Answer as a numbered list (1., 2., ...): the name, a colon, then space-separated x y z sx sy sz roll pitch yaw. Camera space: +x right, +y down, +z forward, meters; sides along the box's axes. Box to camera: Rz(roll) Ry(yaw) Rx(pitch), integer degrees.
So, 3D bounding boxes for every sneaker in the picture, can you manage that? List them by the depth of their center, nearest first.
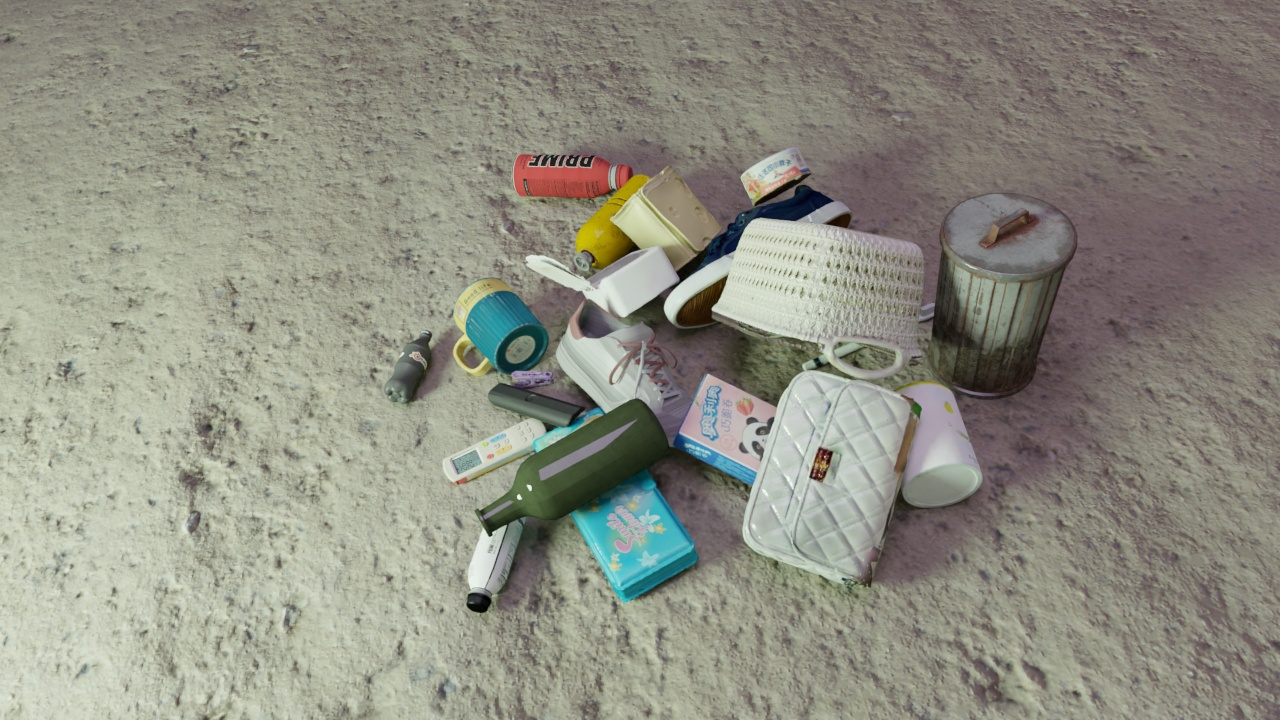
1. sneaker: -0.006 0.007 1.056 0.099 0.090 0.236 -22 47 -40
2. sneaker: 0.129 -0.147 1.182 0.293 0.121 0.127 -34 64 -23

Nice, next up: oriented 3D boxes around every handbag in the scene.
1. handbag: 0.187 0.113 0.904 0.139 0.072 0.194 16 79 10
2. handbag: 0.038 -0.187 1.213 0.119 0.081 0.110 46 51 -5

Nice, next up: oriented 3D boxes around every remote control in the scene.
1. remote control: -0.168 0.105 1.065 0.125 0.018 0.038 -25 49 -11
2. remote control: -0.124 0.051 1.083 0.147 0.015 0.033 13 44 41

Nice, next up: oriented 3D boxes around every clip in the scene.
1. clip: -0.132 0.024 1.131 0.051 0.033 0.013 -2 49 -2

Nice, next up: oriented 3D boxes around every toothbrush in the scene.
1. toothbrush: 0.277 -0.029 1.105 0.186 0.017 0.012 -23 32 -10

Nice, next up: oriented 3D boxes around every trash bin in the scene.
1. trash bin: 0.383 -0.072 0.992 0.131 0.211 0.130 -5 47 5

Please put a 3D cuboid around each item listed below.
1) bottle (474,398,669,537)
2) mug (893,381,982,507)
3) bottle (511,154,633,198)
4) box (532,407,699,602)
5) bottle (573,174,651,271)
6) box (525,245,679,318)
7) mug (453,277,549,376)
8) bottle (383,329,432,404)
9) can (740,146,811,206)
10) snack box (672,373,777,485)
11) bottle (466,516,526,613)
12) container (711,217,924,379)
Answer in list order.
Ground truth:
1. bottle: -0.073 0.116 0.949 0.206 0.071 0.071 -29 50 -13
2. mug: 0.298 0.087 0.952 0.082 0.083 0.106 -8 48 3
3. bottle: -0.099 -0.274 1.366 0.177 0.062 0.062 4 49 14
4. box: -0.031 0.148 0.988 0.094 0.039 0.226 -27 48 -12
5. bottle: -0.034 -0.181 1.263 0.071 0.071 0.163 22 54 27
6. box: -0.050 -0.096 1.147 0.188 0.101 0.112 -12 4 -23
7. mug: -0.185 -0.031 1.158 0.113 0.083 0.107 -49 56 5
8. bottle: -0.290 0.005 1.163 0.036 0.036 0.109 4 49 14
9. can: 0.178 -0.243 1.212 0.086 0.086 0.043 -26 89 -14
10. snack box: 0.120 0.085 0.984 0.154 0.033 0.087 27 55 4
11. bottle: -0.153 0.206 0.954 0.041 0.041 0.115 3 49 13
12. container: 0.195 -0.074 1.005 0.184 0.143 0.252 6 9 -19
